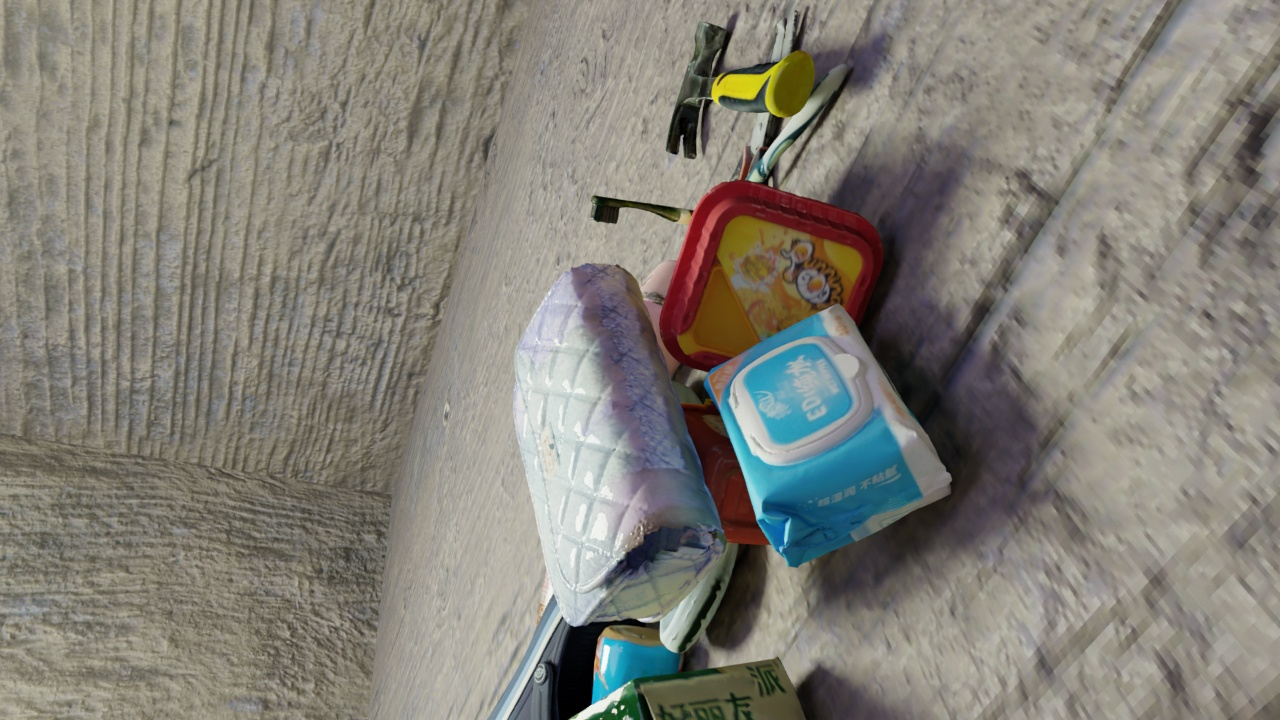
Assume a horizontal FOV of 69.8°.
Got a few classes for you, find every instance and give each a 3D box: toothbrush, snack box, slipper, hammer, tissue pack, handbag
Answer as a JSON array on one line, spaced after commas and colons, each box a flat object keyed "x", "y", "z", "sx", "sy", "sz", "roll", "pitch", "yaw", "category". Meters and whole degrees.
[{"x": 0.093, "y": -0.141, "z": 0.682, "sx": 0.192, "sy": 0.016, "sz": 0.018, "roll": -51, "pitch": 46, "yaw": 39, "category": "toothbrush"}, {"x": 0.057, "y": 0.071, "z": 0.573, "sx": 0.080, "sy": 0.091, "sz": 0.082, "roll": -147, "pitch": 68, "yaw": -64, "category": "snack box"}, {"x": -0.055, "y": 0.287, "z": 0.738, "sx": 0.095, "sy": 0.105, "sz": 0.252, "roll": 23, "pitch": 88, "yaw": 54, "category": "slipper"}, {"x": 0.074, "y": -0.221, "z": 0.756, "sx": 0.323, "sy": 0.032, "sz": 0.126, "roll": -118, "pitch": 44, "yaw": -71, "category": "hammer"}, {"x": 0.033, "y": -0.095, "z": 0.630, "sx": 0.012, "sy": 0.185, "sz": 0.017, "roll": 20, "pitch": 104, "yaw": 41, "category": "toothbrush"}, {"x": 0.090, "y": 0.034, "z": 0.473, "sx": 0.090, "sy": 0.063, "sz": 0.140, "roll": -28, "pitch": 34, "yaw": 9, "category": "tissue pack"}, {"x": 0.017, "y": 0.101, "z": 0.695, "sx": 0.245, "sy": 0.074, "sz": 0.104, "roll": -100, "pitch": 29, "yaw": -53, "category": "slipper"}, {"x": -0.019, "y": 0.253, "z": 0.542, "sx": 0.241, "sy": 0.114, "sz": 0.063, "roll": -45, "pitch": 52, "yaw": 37, "category": "snack box"}, {"x": -0.023, "y": 0.054, "z": 0.549, "sx": 0.134, "sy": 0.075, "sz": 0.193, "roll": -56, "pitch": 41, "yaw": 40, "category": "handbag"}]

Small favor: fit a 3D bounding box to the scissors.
[{"x": 0.090, "y": -0.169, "z": 0.745, "sx": 0.198, "sy": 0.015, "sz": 0.205, "roll": 125, "pitch": 152, "yaw": -51, "category": "scissors"}]

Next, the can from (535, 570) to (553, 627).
[{"x": -0.070, "y": 0.249, "z": 0.886, "sx": 0.058, "sy": 0.058, "sz": 0.147, "roll": 171, "pitch": 110, "yaw": -71, "category": "can"}]

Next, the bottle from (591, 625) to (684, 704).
[{"x": -0.016, "y": 0.309, "z": 0.670, "sx": 0.065, "sy": 0.065, "sz": 0.218, "roll": 168, "pitch": 113, "yaw": -71, "category": "bottle"}]

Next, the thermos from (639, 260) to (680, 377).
[{"x": -0.004, "y": 0.004, "z": 0.722, "sx": 0.198, "sy": 0.067, "sz": 0.087, "roll": -55, "pitch": 14, "yaw": -26, "category": "thermos"}]

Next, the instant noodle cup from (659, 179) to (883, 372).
[{"x": 0.075, "y": -0.054, "z": 0.579, "sx": 0.123, "sy": 0.116, "sz": 0.116, "roll": -94, "pitch": 20, "yaw": -71, "category": "instant noodle cup"}]

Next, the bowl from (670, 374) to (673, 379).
[{"x": -0.005, "y": -0.009, "z": 0.841, "sx": 0.116, "sy": 0.066, "sz": 0.116, "roll": -168, "pitch": 91, "yaw": -71, "category": "bowl"}]
